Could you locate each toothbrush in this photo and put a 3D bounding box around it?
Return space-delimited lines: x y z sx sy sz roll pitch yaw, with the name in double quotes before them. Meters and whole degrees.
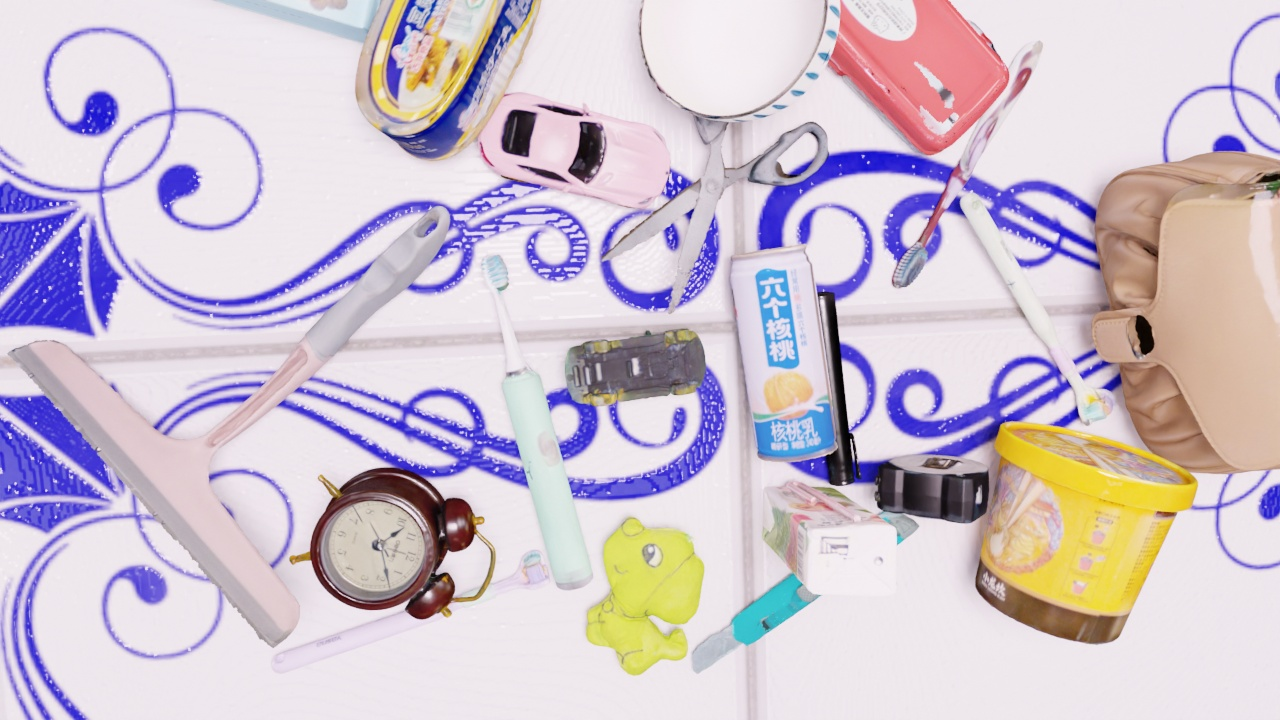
"toothbrush" 0.219 -0.130 0.612 0.016 0.017 0.187 29 93 -9
"toothbrush" -0.151 0.169 0.603 0.189 0.029 0.021 -20 135 -3
"toothbrush" 0.268 -0.035 0.622 0.029 0.020 0.189 -38 103 -6
"toothbrush" -0.069 0.041 0.594 0.026 0.027 0.224 -21 100 -41

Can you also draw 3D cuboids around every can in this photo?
"can" 0.092 -0.005 0.594 0.053 0.053 0.134 -10 97 -5
"can" -0.111 -0.193 0.540 0.074 0.049 0.148 26 91 13

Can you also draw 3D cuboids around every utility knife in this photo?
"utility knife" 0.112 0.160 0.634 0.186 0.013 0.029 -35 98 -2

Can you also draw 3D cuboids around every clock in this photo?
"clock" -0.151 0.116 0.578 0.122 0.055 0.082 20 93 -5

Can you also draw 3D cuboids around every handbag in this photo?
"handbag" 0.354 -0.026 0.573 0.099 0.148 0.204 -15 93 -7

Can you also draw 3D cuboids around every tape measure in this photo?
"tape measure" 0.196 0.083 0.608 0.066 0.065 0.033 5 97 34

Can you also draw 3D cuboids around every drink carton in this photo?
"drink carton" 0.114 0.107 0.574 0.053 0.122 0.045 0 94 -5

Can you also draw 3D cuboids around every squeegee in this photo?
"squeegee" -0.207 -0.004 0.566 0.247 0.040 0.249 44 82 11

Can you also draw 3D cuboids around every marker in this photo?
"marker" 0.130 0.019 0.617 0.022 0.020 0.132 -8 97 10

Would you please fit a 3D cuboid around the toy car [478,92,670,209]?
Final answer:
"toy car" -0.040 -0.132 0.574 0.122 0.037 0.056 12 96 -9

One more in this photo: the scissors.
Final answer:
"scissors" 0.047 -0.116 0.578 0.177 0.014 0.159 -12 87 -18

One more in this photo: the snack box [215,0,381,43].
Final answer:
"snack box" -0.231 -0.247 0.532 0.175 0.051 0.074 14 95 -8

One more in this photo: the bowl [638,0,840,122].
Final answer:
"bowl" 0.065 -0.197 0.540 0.117 0.066 0.116 4 98 30

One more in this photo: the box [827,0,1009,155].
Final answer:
"box" 0.148 -0.226 0.587 0.201 0.047 0.086 44 90 -9

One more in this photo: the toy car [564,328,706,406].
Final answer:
"toy car" -0.004 0.003 0.592 0.091 0.036 0.043 -6 96 -5

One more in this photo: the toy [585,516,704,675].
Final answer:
"toy" 0.006 0.157 0.613 0.096 0.031 0.100 43 95 -9

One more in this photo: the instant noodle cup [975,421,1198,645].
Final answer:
"instant noodle cup" 0.282 0.111 0.601 0.118 0.118 0.114 9 102 -7
